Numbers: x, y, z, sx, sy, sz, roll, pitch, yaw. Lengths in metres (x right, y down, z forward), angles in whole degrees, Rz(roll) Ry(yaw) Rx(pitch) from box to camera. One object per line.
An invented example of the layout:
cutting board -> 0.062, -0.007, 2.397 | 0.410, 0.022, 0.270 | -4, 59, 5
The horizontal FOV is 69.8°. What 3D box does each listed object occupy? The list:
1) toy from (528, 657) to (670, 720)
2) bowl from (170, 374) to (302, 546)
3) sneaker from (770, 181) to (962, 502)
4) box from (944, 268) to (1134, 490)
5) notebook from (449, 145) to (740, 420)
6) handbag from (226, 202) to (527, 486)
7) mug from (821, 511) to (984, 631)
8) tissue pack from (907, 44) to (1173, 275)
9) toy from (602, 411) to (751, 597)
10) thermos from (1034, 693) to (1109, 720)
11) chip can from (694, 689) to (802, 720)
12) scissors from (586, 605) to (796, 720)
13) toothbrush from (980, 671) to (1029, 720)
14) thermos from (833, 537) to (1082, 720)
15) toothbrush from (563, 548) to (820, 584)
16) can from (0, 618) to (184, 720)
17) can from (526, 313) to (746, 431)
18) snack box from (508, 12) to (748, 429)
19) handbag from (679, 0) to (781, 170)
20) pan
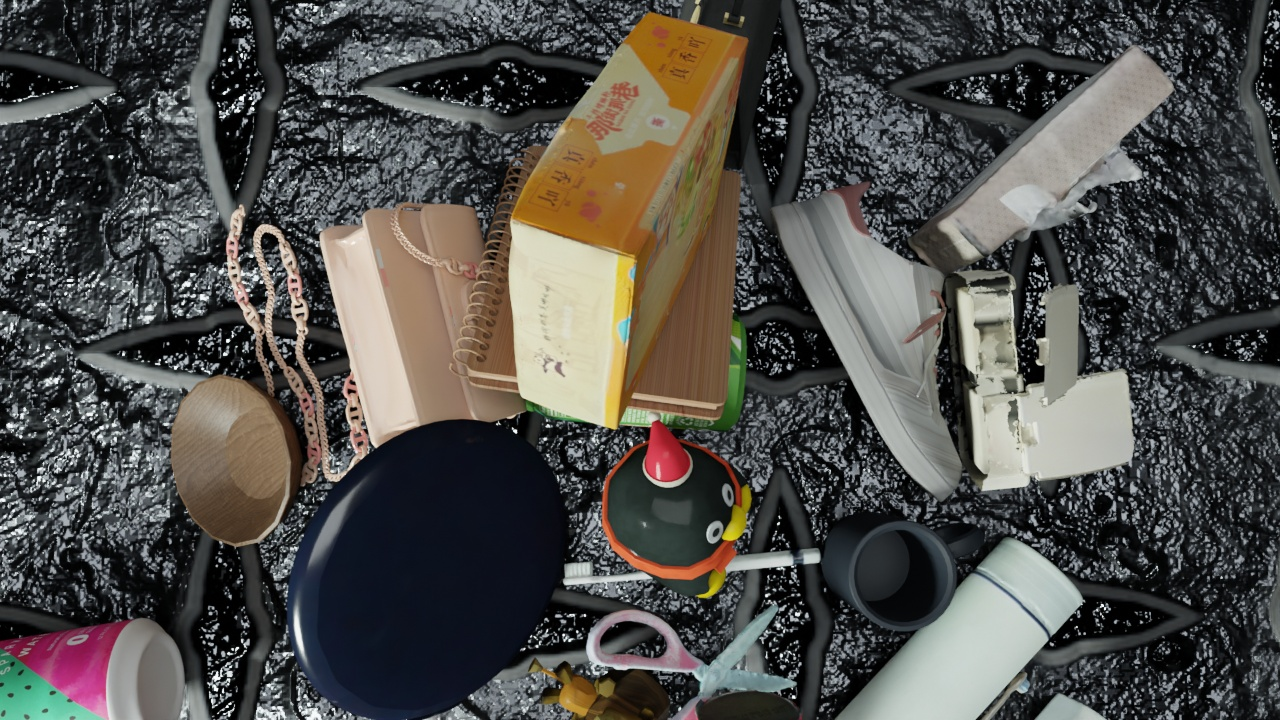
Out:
toy -> -0.030, 0.232, 0.626 | 0.100, 0.062, 0.076 | 29, 103, -8
bowl -> -0.273, 0.067, 0.633 | 0.118, 0.030, 0.118 | 2, 96, 27
sneaker -> 0.180, -0.022, 0.638 | 0.089, 0.099, 0.236 | -28, 85, 10
box -> 0.261, 0.013, 0.574 | 0.101, 0.194, 0.143 | -6, 98, 11
notebook -> -0.022, -0.062, 0.616 | 0.169, 0.022, 0.210 | 8, 52, 0
handbag -> -0.186, -0.026, 0.655 | 0.188, 0.116, 0.198 | -14, 90, 34
mug -> 0.185, 0.137, 0.634 | 0.105, 0.077, 0.071 | -21, 86, -4
tissue pack -> 0.286, -0.130, 0.648 | 0.181, 0.104, 0.071 | -39, 90, -6
toy -> 0.022, 0.096, 0.612 | 0.100, 0.119, 0.097 | 19, 69, 10
thermos -> 0.249, 0.336, 0.617 | 0.099, 0.099, 0.220 | 43, 81, 2
chip can -> 0.078, 0.336, 0.597 | 0.073, 0.073, 0.233 | -4, 95, -3
scissors -> 0.031, 0.208, 0.621 | 0.172, 0.014, 0.158 | -39, 101, -27
toothbrush -> 0.214, 0.292, 0.652 | 0.024, 0.022, 0.185 | 43, 84, -1
thermos -> 0.203, 0.225, 0.634 | 0.068, 0.068, 0.230 | 45, 86, 2
toothbrush -> 0.037, 0.146, 0.662 | 0.187, 0.012, 0.017 | -5, 82, -3
can -> -0.397, 0.225, 0.601 | 0.166, 0.088, 0.088 | -9, 86, -3
can -> -0.004, 0.004, 0.635 | 0.144, 0.083, 0.083 | 4, 85, -2
snack box -> -0.012, -0.085, 0.528 | 0.081, 0.145, 0.194 | 19, 53, 8
handbag -> 0.065, -0.245, 0.601 | 0.072, 0.196, 0.175 | 14, 85, -1
pan -> -0.134, 0.212, 0.601 | 0.198, 0.021, 0.357 | -4, 105, -44
